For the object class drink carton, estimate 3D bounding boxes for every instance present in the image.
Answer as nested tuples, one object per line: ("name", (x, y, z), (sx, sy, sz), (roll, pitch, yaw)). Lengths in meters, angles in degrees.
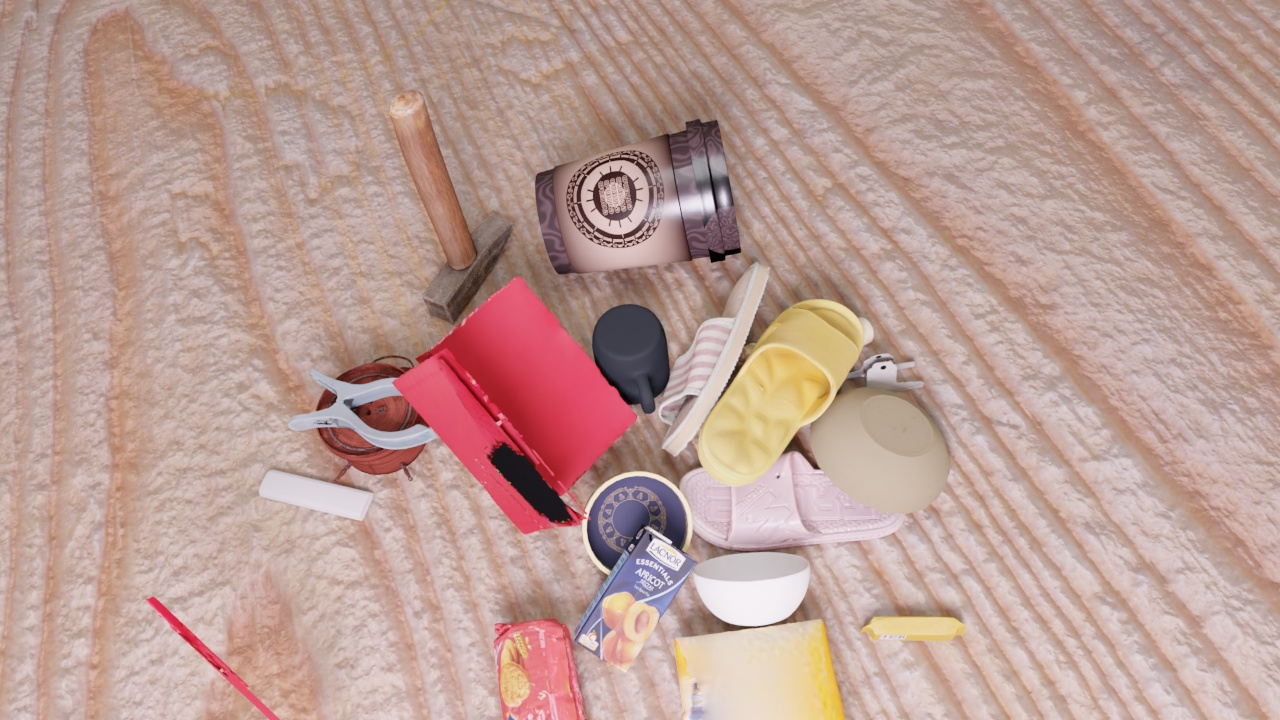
("drink carton", (-0.005, 0.232, 0.900), (0.064, 0.040, 0.130), (34, 84, -6))

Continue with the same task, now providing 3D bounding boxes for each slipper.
("slipper", (0.077, -0.011, 1.043), (0.052, 0.115, 0.262), (30, 60, -5))
("slipper", (0.154, 0.019, 0.959), (0.099, 0.079, 0.262), (38, 63, 6))
("slipper", (0.158, 0.145, 0.958), (0.239, 0.064, 0.094), (0, 59, 4))

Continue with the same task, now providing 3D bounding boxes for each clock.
("clock", (-0.298, 0.058, 1.050), (0.120, 0.072, 0.157), (-1, 59, 5))

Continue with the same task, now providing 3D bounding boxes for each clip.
("clip", (0.270, 0.020, 1.035), (0.102, 0.056, 0.056), (-12, 90, -2))
("clip", (-0.292, 0.038, 1.002), (0.163, 0.028, 0.112), (7, 60, 8))

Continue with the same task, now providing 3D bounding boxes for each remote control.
("remote control", (-0.367, 0.150, 1.034), (0.131, 0.012, 0.033), (11, 60, 12))

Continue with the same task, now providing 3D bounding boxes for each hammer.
("hammer", (-0.226, -0.190, 1.060), (0.037, 0.301, 0.157), (22, 63, 17))

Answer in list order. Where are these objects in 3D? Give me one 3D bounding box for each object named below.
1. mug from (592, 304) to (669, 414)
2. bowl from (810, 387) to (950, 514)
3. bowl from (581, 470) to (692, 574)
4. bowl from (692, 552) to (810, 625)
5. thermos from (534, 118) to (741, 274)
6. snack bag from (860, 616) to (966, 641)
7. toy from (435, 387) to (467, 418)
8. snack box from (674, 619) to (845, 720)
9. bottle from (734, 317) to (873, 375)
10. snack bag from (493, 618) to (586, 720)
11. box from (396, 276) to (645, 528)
("mug", (-0.006, 0.006, 1.040), (0.085, 0.095, 0.121), (-16, 58, -4))
("bowl", (0.258, 0.083, 0.963), (0.152, 0.051, 0.152), (9, 46, -10))
("bowl", (-0.007, 0.168, 0.953), (0.112, 0.061, 0.112), (0, 90, -8))
("bowl", (0.110, 0.226, 0.897), (0.115, 0.114, 0.050), (-5, 91, 2))
("thermos", (-0.003, -0.189, 1.125), (0.226, 0.173, 0.172), (-10, 58, 6))
("snack bag", (0.266, 0.262, 0.897), (0.099, 0.026, 0.020), (-2, 59, 6))
("toy", (-0.149, 0.036, 1.057), (0.131, 0.097, 0.124), (17, 54, 36))
("snack box", (0.112, 0.343, 0.829), (0.145, 0.081, 0.195), (-8, 58, 0))
("bottle", (0.191, -0.011, 1.054), (0.166, 0.060, 0.059), (-19, 58, -16))
("snack bag", (-0.090, 0.327, 0.862), (0.082, 0.082, 0.176), (-13, 59, -3))
("box", (-0.179, 0.062, 1.076), (0.197, 0.352, 0.217), (-45, 102, -24))
